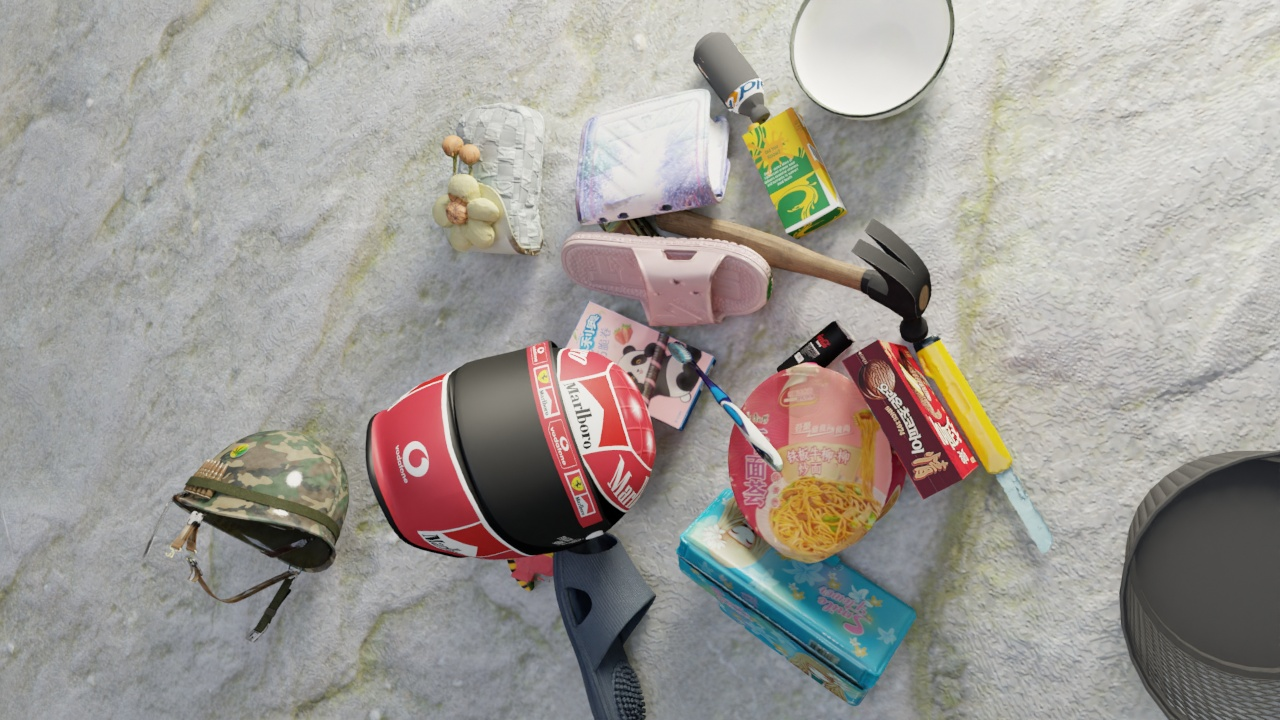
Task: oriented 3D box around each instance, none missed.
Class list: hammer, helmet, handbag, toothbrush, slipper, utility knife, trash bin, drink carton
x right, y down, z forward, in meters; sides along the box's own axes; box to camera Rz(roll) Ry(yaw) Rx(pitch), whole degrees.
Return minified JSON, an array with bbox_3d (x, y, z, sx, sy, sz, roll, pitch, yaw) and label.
[{"bbox_3d":[0.140,-0.110,0.919,0.306,0.132,0.040,24,69,32],"label":"hammer"},{"bbox_3d":[-0.100,0.085,0.882,0.225,0.271,0.197,-20,76,6],"label":"helmet"},{"bbox_3d":[-0.175,-0.209,1.050,0.113,0.123,0.171,8,98,31],"label":"handbag"},{"bbox_3d":[0.082,0.043,0.912,0.189,0.017,0.016,51,122,34],"label":"toothbrush"},{"bbox_3d":[0.019,-0.080,0.961,0.240,0.094,0.064,11,51,22],"label":"slipper"},{"bbox_3d":[-0.025,0.283,0.985,0.083,0.101,0.263,-16,86,25],"label":"slipper"},{"bbox_3d":[0.012,-0.208,0.979,0.159,0.069,0.126,-7,65,25],"label":"handbag"},{"bbox_3d":[0.324,0.076,0.868,0.031,0.019,0.227,-34,71,26],"label":"utility knife"},{"bbox_3d":[0.473,0.168,0.681,0.218,0.227,0.217,-1,89,25],"label":"trash bin"},{"bbox_3d":[0.156,-0.194,0.939,0.058,0.041,0.122,-27,79,22],"label":"drink carton"},{"bbox_3d":[-0.478,0.203,1.140,0.225,0.193,0.235,-8,54,18],"label":"helmet"}]

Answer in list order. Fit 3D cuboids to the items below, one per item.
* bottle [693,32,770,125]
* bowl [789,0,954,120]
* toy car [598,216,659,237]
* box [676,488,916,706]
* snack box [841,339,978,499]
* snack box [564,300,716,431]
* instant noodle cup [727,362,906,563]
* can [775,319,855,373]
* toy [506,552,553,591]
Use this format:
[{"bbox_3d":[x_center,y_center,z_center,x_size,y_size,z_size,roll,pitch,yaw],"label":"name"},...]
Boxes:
[{"bbox_3d":[0.098,-0.295,0.965,0.047,0.047,0.112,-38,74,20],"label":"bottle"},{"bbox_3d":[0.228,-0.304,0.891,0.154,0.072,0.153,0,89,24],"label":"bowl"},{"bbox_3d":[-0.013,-0.139,1.014,0.047,0.047,0.112,-42,71,19],"label":"toy car"},{"bbox_3d":[0.145,0.249,0.933,0.227,0.097,0.117,32,136,22],"label":"box"},{"bbox_3d":[0.248,0.050,0.830,0.036,0.152,0.132,-33,76,21],"label":"snack box"},{"bbox_3d":[-0.006,0.006,0.991,0.154,0.033,0.088,25,85,13],"label":"snack box"},{"bbox_3d":[0.178,0.097,0.885,0.179,0.077,0.178,-5,83,42],"label":"instant noodle cup"},{"bbox_3d":[0.178,-0.005,0.931,0.081,0.031,0.031,-42,73,19],"label":"can"},{"bbox_3d":[-0.119,0.222,1.060,0.104,0.046,0.084,-41,76,27],"label":"toy"}]
